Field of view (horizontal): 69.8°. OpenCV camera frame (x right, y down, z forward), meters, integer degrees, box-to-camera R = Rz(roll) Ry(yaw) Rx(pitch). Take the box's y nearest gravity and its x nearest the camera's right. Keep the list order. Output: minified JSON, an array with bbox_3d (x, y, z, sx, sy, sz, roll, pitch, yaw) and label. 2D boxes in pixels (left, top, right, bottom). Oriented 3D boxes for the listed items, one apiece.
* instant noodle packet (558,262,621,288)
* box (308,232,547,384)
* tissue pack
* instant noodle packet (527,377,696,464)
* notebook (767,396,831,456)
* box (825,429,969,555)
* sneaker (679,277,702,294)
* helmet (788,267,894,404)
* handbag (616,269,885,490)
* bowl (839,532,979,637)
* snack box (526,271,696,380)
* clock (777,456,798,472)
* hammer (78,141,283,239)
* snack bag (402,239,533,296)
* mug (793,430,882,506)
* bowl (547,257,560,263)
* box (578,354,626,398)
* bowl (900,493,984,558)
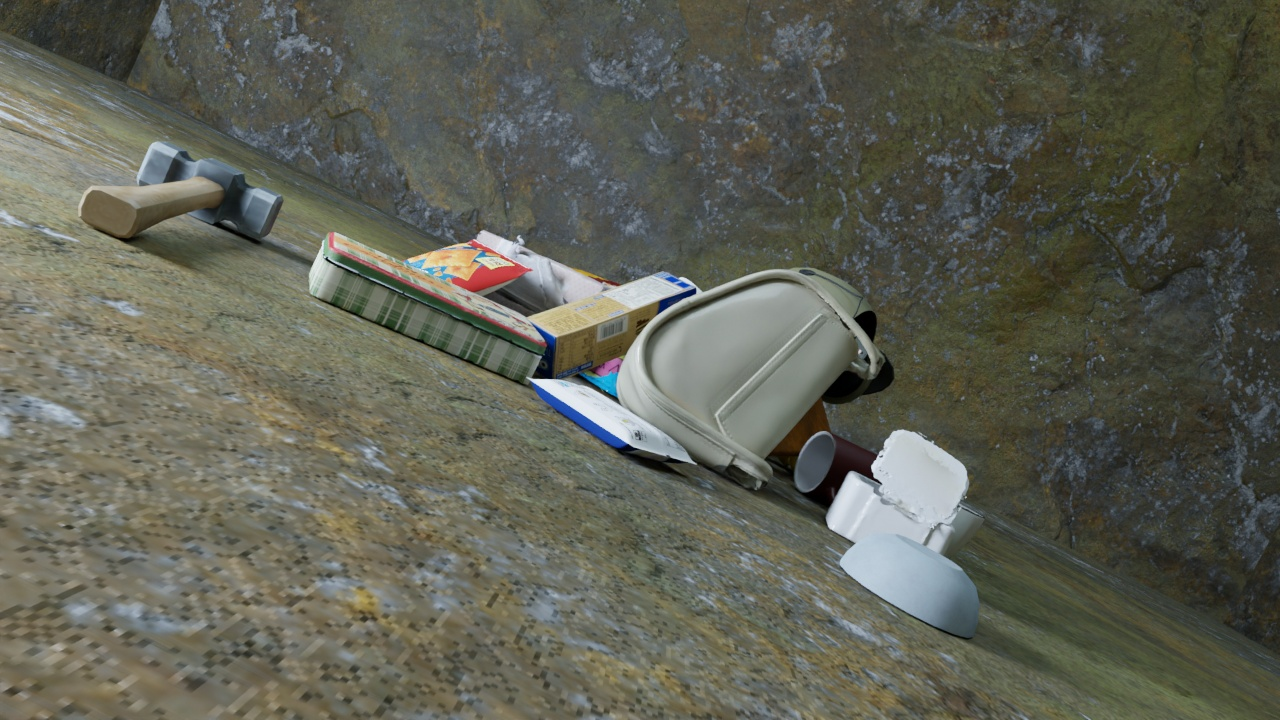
[{"bbox_3d":[-0.054,-0.086,1.139,0.098,0.040,0.135,27,6,9],"label":"instant noodle packet"},{"bbox_3d":[-0.188,-0.047,0.815,0.205,0.050,0.118,24,3,-22],"label":"box"},{"bbox_3d":[-0.126,-0.081,1.049,0.181,0.104,0.071,28,8,24],"label":"tissue pack"},{"bbox_3d":[-0.024,0.049,0.757,0.134,0.026,0.087,29,5,39],"label":"instant noodle packet"},{"bbox_3d":[0.129,0.022,1.038,0.014,0.178,0.248,-26,-22,38],"label":"notebook"},{"bbox_3d":[0.250,0.120,0.865,0.110,0.130,0.103,25,2,10],"label":"box"},{"bbox_3d":[0.082,-0.014,1.216,0.090,0.104,0.237,29,-22,47],"label":"sneaker"},{"bbox_3d":[0.229,-0.006,1.343,0.233,0.256,0.250,32,4,29],"label":"helmet"},{"bbox_3d":[0.099,0.015,0.897,0.184,0.228,0.132,46,-25,6],"label":"handbag"},{"bbox_3d":[0.205,0.159,0.681,0.106,0.039,0.106,26,4,-2],"label":"bowl"},{"bbox_3d":[-0.030,-0.038,0.968,0.206,0.057,0.056,-22,40,-40],"label":"snack box"},{"bbox_3d":[0.234,0.135,1.163,0.152,0.052,0.113,29,3,-12],"label":"clock"},{"bbox_3d":[-0.374,-0.130,0.738,0.117,0.051,0.323,25,6,-17],"label":"hammer"},{"bbox_3d":[-0.210,-0.091,0.986,0.143,0.039,0.131,-23,34,-30],"label":"snack bag"},{"bbox_3d":[0.225,0.137,1.003,0.082,0.073,0.105,25,32,-18],"label":"mug"},{"bbox_3d":[-0.155,-0.088,1.156,0.124,0.052,0.124,-2,-13,-1],"label":"bowl"},{"bbox_3d":[-0.006,0.006,1.080,0.124,0.082,0.221,22,4,-45],"label":"box"},{"bbox_3d":[0.315,0.175,1.023,0.116,0.066,0.116,27,4,-2],"label":"bowl"}]
